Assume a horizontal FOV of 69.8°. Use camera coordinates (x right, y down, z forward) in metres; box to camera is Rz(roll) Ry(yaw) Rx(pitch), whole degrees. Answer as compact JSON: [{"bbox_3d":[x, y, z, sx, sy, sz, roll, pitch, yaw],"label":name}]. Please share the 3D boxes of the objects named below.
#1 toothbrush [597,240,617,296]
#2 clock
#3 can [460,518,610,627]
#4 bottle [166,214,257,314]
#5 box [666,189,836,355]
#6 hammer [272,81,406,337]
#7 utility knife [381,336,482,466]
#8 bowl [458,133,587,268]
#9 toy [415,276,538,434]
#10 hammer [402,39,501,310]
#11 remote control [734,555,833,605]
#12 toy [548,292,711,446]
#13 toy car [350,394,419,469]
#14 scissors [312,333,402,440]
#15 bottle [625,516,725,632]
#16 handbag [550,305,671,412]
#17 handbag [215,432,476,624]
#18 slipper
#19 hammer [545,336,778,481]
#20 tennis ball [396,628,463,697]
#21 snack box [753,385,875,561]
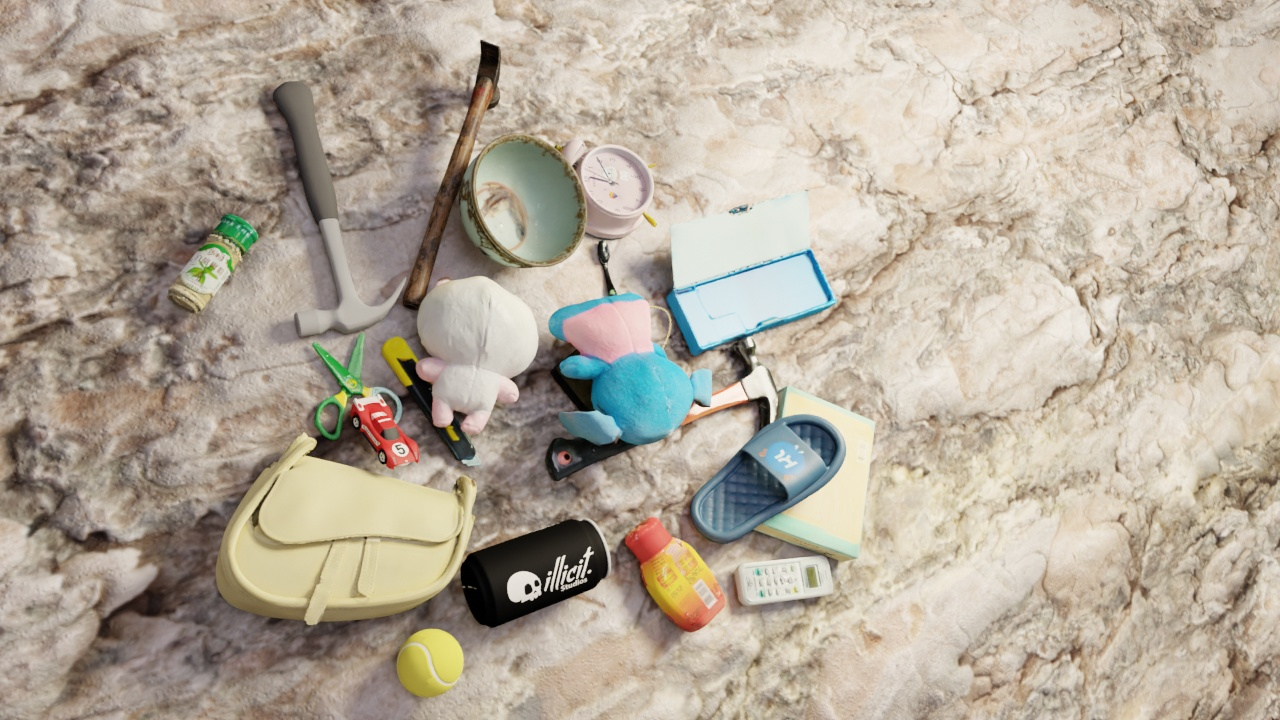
[{"bbox_3d":[-0.031,-0.066,1.160,0.014,0.017,0.188,-7,77,-21],"label":"toothbrush"},{"bbox_3d":[-0.056,-0.224,1.179,0.157,0.059,0.116,9,69,-22],"label":"clock"},{"bbox_3d":[-0.112,0.225,0.982,0.145,0.080,0.080,-15,79,-29],"label":"can"},{"bbox_3d":[-0.449,-0.101,0.962,0.042,0.043,0.109,32,63,-12],"label":"bottle"},{"bbox_3d":[0.143,-0.120,1.237,0.243,0.060,0.175,-19,98,-29],"label":"box"},{"bbox_3d":[-0.356,-0.178,1.041,0.124,0.030,0.310,-12,77,-27],"label":"hammer"},{"bbox_3d":[-0.232,0.049,1.025,0.028,0.020,0.174,-35,90,-29],"label":"utility knife"},{"bbox_3d":[-0.153,-0.178,1.087,0.159,0.094,0.159,11,72,-39],"label":"bowl"},{"bbox_3d":[-0.185,-0.007,1.022,0.138,0.102,0.179,15,75,-17],"label":"toy"},{"bbox_3d":[-0.222,-0.216,1.081,0.033,0.120,0.329,15,72,-5],"label":"hammer"},{"bbox_3d":[0.177,0.272,1.134,0.133,0.022,0.050,0,72,-25],"label":"remote control"},{"bbox_3d":[-0.006,0.006,1.074,0.223,0.099,0.191,-15,73,-34],"label":"toy"},{"bbox_3d":[-0.268,0.075,0.962,0.038,0.025,0.089,-12,48,-47],"label":"toy car"},{"bbox_3d":[-0.307,0.029,0.999,0.123,0.012,0.126,16,68,-21],"label":"scissors"},{"bbox_3d":[0.037,0.245,1.063,0.071,0.049,0.134,-37,90,-31],"label":"bottle"},{"bbox_3d":[-0.026,-0.011,1.135,0.177,0.028,0.084,-41,95,-30],"label":"handbag"},{"bbox_3d":[-0.286,0.176,0.916,0.232,0.089,0.190,18,62,-19],"label":"handbag"},{"bbox_3d":[0.150,0.137,1.113,0.213,0.059,0.104,-35,61,-8],"label":"slipper"},{"bbox_3d":[0.032,0.074,1.134,0.332,0.033,0.133,-18,81,-28],"label":"hammer"},{"bbox_3d":[-0.210,0.302,0.917,0.065,0.065,0.065,8,69,-22],"label":"tennis ball"},{"bbox_3d":[0.226,0.146,1.189,0.141,0.044,0.193,22,64,-16],"label":"snack box"}]
